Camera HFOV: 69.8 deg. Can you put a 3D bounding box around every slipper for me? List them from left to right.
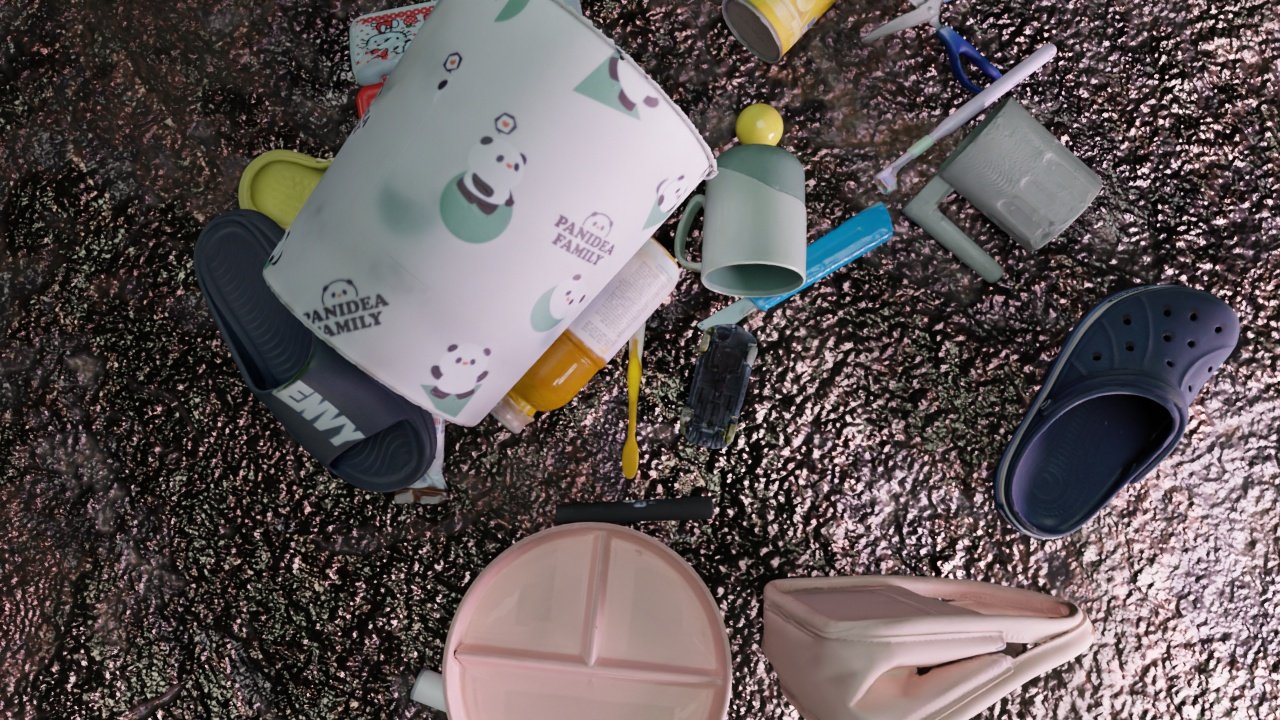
[{"bbox_3d":[-0.275,0.001,0.724,0.111,0.083,0.268,-37,91,20],"label":"slipper"},{"bbox_3d":[-0.249,-0.121,0.754,0.190,0.081,0.091,20,88,3],"label":"slipper"},{"bbox_3d":[0.383,0.036,0.743,0.105,0.095,0.253,40,90,0],"label":"slipper"}]

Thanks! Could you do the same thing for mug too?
[{"bbox_3d":[0.081,-0.113,0.755,0.112,0.082,0.106,-6,74,28],"label":"mug"},{"bbox_3d":[0.301,-0.139,0.768,0.103,0.083,0.124,41,113,1],"label":"mug"}]

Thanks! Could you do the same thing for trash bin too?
[{"bbox_3d":[-0.110,-0.106,0.649,0.229,0.229,0.252,38,91,2],"label":"trash bin"}]

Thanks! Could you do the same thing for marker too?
[{"bbox_3d":[-0.005,0.127,0.767,0.132,0.020,0.022,-3,102,0],"label":"marker"}]

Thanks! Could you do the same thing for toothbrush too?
[{"bbox_3d":[-0.080,0.303,0.749,0.221,0.026,0.026,21,125,1],"label":"toothbrush"},{"bbox_3d":[-0.005,0.005,0.780,0.016,0.018,0.191,3,83,-4],"label":"toothbrush"},{"bbox_3d":[0.279,-0.209,0.785,0.189,0.029,0.021,-39,55,2],"label":"toothbrush"}]

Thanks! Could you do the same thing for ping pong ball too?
[{"bbox_3d":[0.101,-0.198,0.781,0.040,0.040,0.040,0,86,-1],"label":"ping pong ball"}]

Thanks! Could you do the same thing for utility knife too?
[{"bbox_3d":[0.133,-0.075,0.784,0.191,0.018,0.034,-31,71,-2],"label":"utility knife"}]

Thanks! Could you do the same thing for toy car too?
[{"bbox_3d":[0.065,0.021,0.769,0.049,0.031,0.105,16,87,0],"label":"toy car"}]

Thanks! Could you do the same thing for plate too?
[{"bbox_3d":[-0.042,0.246,0.737,0.229,0.028,0.229,1,76,-5],"label":"plate"}]

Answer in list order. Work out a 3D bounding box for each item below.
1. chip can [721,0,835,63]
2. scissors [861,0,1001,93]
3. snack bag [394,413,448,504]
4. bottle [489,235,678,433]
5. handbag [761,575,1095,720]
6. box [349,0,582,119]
[{"bbox_3d":[0.165,-0.353,0.778,0.072,0.072,0.213,44,86,3],"label":"chip can"},{"bbox_3d":[0.257,-0.296,0.780,0.176,0.012,0.162,44,76,-17],"label":"scissors"},{"bbox_3d":[-0.180,0.068,0.766,0.045,0.026,0.105,3,88,-4],"label":"snack bag"},{"bbox_3d":[-0.050,-0.022,0.739,0.068,0.068,0.189,42,86,2],"label":"bottle"},{"bbox_3d":[0.221,0.205,0.688,0.234,0.193,0.093,-8,88,-11],"label":"handbag"},{"bbox_3d":[-0.142,-0.245,0.779,0.201,0.060,0.161,-11,82,-2],"label":"box"}]
